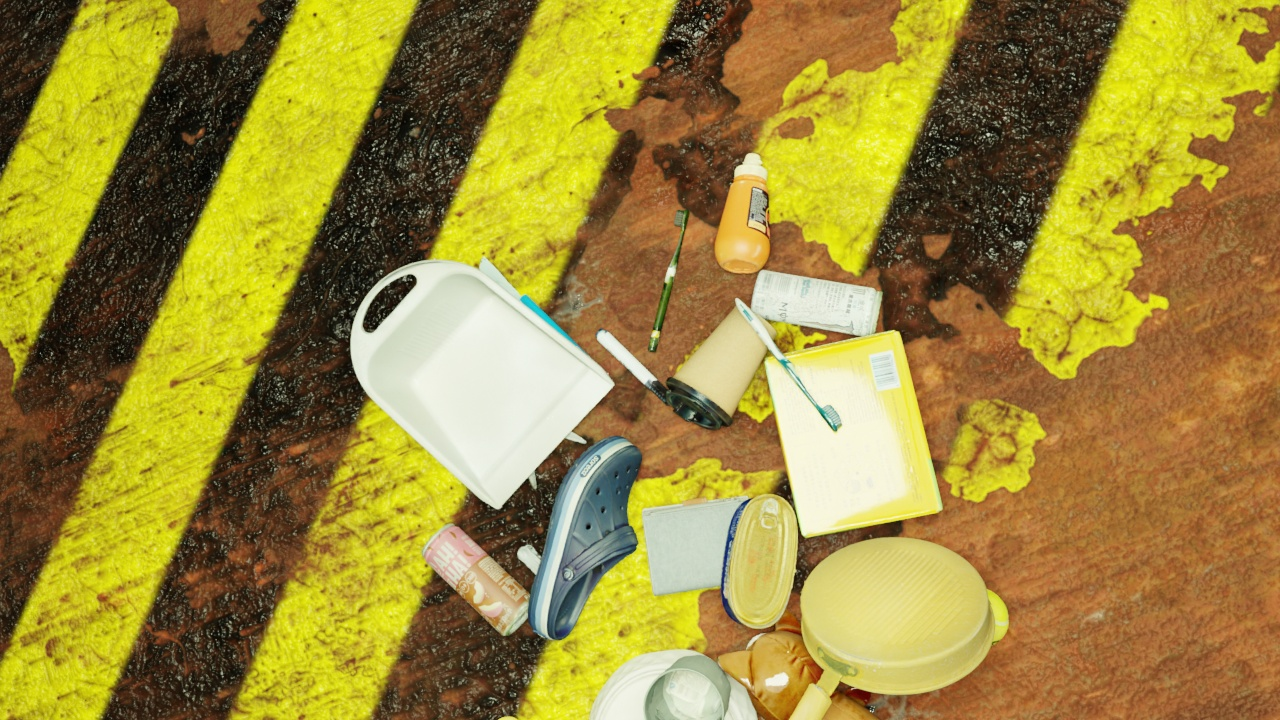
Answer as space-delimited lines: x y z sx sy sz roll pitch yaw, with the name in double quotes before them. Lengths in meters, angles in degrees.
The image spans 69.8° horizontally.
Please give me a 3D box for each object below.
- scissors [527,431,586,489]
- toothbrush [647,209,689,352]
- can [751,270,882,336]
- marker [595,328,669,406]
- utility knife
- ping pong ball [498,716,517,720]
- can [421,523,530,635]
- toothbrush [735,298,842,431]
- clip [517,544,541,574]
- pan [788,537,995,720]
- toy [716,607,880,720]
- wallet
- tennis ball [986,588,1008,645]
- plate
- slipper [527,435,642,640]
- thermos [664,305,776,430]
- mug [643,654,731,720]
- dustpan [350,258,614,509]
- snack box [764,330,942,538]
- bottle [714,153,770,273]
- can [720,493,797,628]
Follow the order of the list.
"scissors" -0.174 0.052 1.168 0.233 0.021 0.220 0 83 13
"toothbrush" 0.033 -0.101 1.151 0.017 0.012 0.185 12 85 19
"can" 0.208 -0.067 1.086 0.147 0.058 0.058 11 84 13
"marker" -0.007 0.007 1.139 0.130 0.023 0.018 44 66 13
"utility knife" -0.134 -0.054 1.175 0.034 0.018 0.223 -45 77 4
"ping pong ball" -0.159 0.447 1.097 0.040 0.040 0.040 -2 81 11
"can" -0.198 0.267 1.122 0.147 0.058 0.058 39 91 14
"toothbrush" 0.166 0.001 1.036 0.018 0.016 0.191 -34 73 -6
"clip" -0.127 0.251 1.130 0.025 0.036 0.058 -45 76 5
"pan" 0.210 0.312 0.934 0.356 0.078 0.198 -31 30 -29
"toy" 0.181 0.380 1.008 0.199 0.139 0.131 50 135 15
"wallet" 0.071 0.215 1.082 0.129 0.037 0.106 -7 77 -3
"tennis ball" 0.366 0.279 0.999 0.065 0.065 0.065 -2 81 11
"plate" 0.036 0.441 1.056 0.205 0.045 0.204 -2 81 11
"slipper" -0.055 0.213 1.075 0.095 0.105 0.252 21 89 21
"thermos" 0.096 0.010 1.087 0.093 0.093 0.143 33 81 14
"mug" 0.050 0.384 0.984 0.084 0.103 0.124 9 84 12
"dustpan" -0.210 0.012 1.098 0.258 0.142 0.223 44 94 16
"snack box" 0.239 0.085 1.051 0.158 0.070 0.210 -13 80 10
"bottle" 0.130 -0.183 1.121 0.067 0.067 0.149 5 76 12
"can" 0.133 0.226 1.039 0.074 0.049 0.148 11 76 -7
